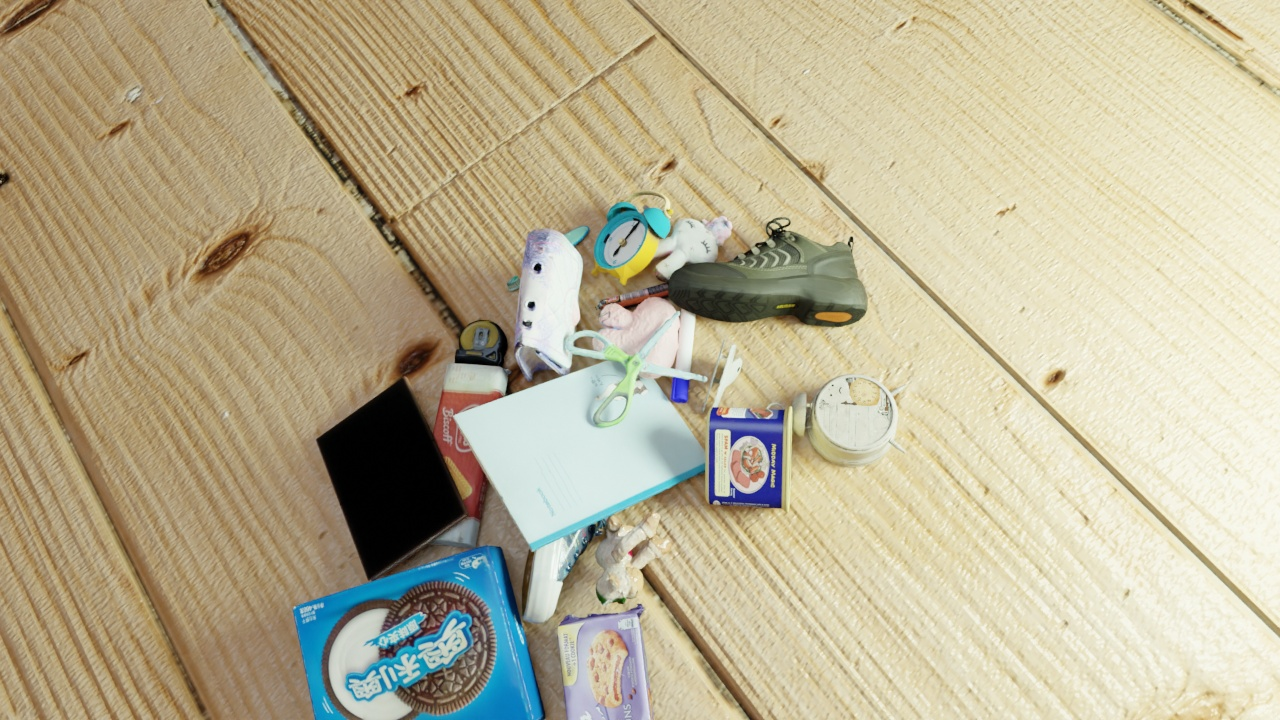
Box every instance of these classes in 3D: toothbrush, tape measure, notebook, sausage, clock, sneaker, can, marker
[{"bbox_3d":[-0.121,-0.136,1.202,0.135,0.017,0.022,-39,66,-7],"label":"toothbrush"},{"bbox_3d":[-0.200,-0.022,1.161,0.062,0.034,0.061,3,68,9],"label":"tape measure"},{"bbox_3d":[-0.302,0.138,1.100,0.141,0.008,0.209,-35,61,5],"label":"notebook"},{"bbox_3d":[0.018,-0.085,1.161,0.155,0.020,0.020,-16,68,2],"label":"sausage"},{"bbox_3d":[0.223,0.063,1.052,0.157,0.061,0.103,4,70,8],"label":"clock"},{"bbox_3d":[-0.077,0.187,1.048,0.079,0.088,0.235,16,66,-6],"label":"sneaker"},{"bbox_3d":[0.122,0.109,1.032,0.092,0.056,0.116,2,102,11],"label":"can"},{"bbox_3d":[0.155,-0.125,1.108,0.238,0.101,0.142,4,71,1],"label":"sneaker"},{"bbox_3d":[-0.012,-0.160,1.169,0.099,0.043,0.129,21,80,44],"label":"clock"},{"bbox_3d":[-0.060,0.093,1.043,0.252,0.009,0.181,-20,64,-33],"label":"notebook"},{"bbox_3d":[0.054,-0.018,1.130,0.020,0.020,0.141,3,70,9],"label":"marker"}]

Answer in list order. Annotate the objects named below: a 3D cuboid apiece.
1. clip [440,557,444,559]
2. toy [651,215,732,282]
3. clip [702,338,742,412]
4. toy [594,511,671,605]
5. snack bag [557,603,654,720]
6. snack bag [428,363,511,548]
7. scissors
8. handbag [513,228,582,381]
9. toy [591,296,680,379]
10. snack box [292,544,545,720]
[{"bbox_3d":[-0.211,0.252,1.067,0.052,0.059,0.026,33,74,-23],"label":"clip"},{"bbox_3d":[0.062,-0.148,1.169,0.122,0.038,0.079,-29,56,-9],"label":"toy"},{"bbox_3d":[0.094,0.011,1.097,0.045,0.102,0.055,21,30,10],"label":"clip"},{"bbox_3d":[-0.016,0.220,1.008,0.074,0.085,0.105,18,61,13],"label":"toy"},{"bbox_3d":[-0.029,0.371,0.974,0.096,0.058,0.205,-10,71,7],"label":"snack bag"},{"bbox_3d":[-0.216,0.111,1.110,0.077,0.041,0.224,4,71,12],"label":"snack bag"},{"bbox_3d":[-0.010,0.002,1.073,0.172,0.023,0.171,32,71,15],"label":"scissors"},{"bbox_3d":[-0.112,-0.063,1.114,0.069,0.126,0.158,3,68,6],"label":"handbag"},{"bbox_3d":[-0.004,-0.031,1.121,0.105,0.053,0.108,12,68,1],"label":"toy"},{"bbox_3d":[-0.243,0.330,1.003,0.239,0.056,0.195,-19,76,4],"label":"snack box"}]
